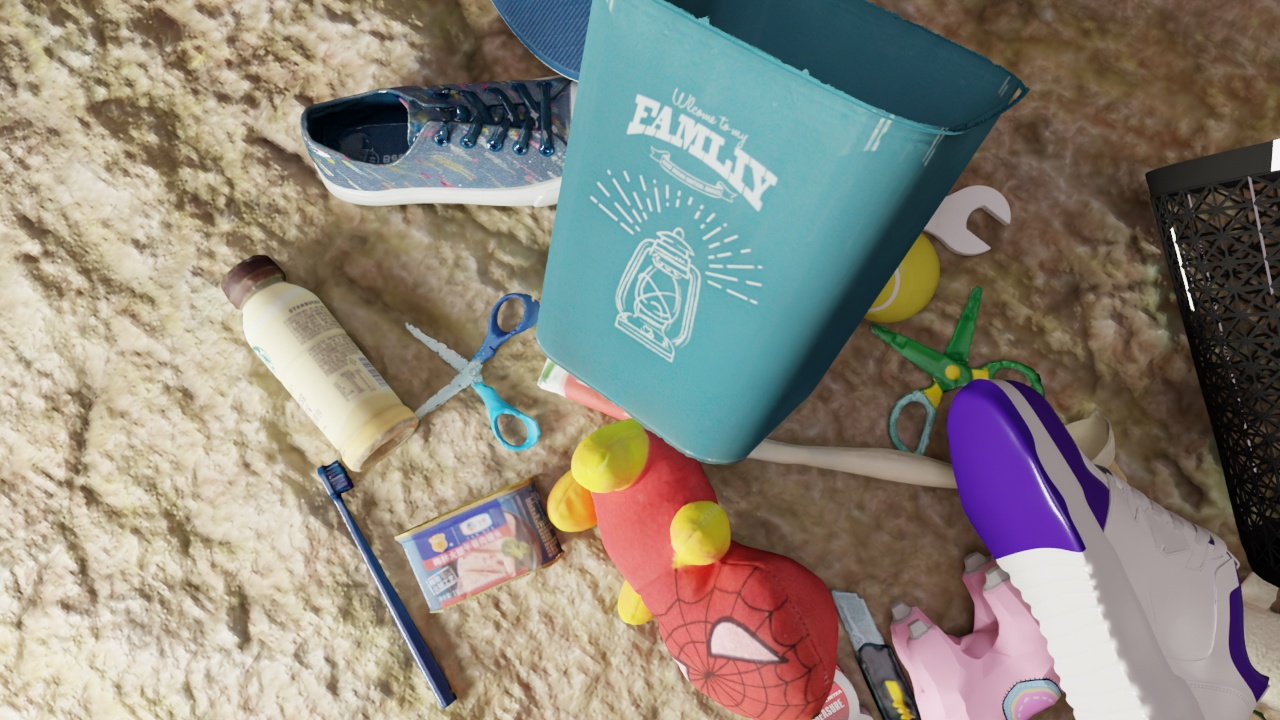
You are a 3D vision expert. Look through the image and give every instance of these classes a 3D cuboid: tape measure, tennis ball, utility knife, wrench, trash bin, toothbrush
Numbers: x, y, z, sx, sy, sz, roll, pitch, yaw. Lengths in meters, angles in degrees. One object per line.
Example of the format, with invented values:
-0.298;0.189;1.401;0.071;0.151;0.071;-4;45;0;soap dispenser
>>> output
0.116;0.231;0.612;0.060;0.020;0.062;-34;85;3;tape measure
0.160;-0.057;0.596;0.065;0.065;0.065;0;88;5;tennis ball
0.176;0.244;0.608;0.029;0.020;0.203;-25;85;2;utility knife
0.113;-0.108;0.631;0.273;0.009;0.047;7;88;6;wrench
0.058;-0.084;0.509;0.196;0.198;0.219;34;126;18;trash bin
-0.177;0.155;0.645;0.017;0.016;0.190;-29;85;-3;toothbrush
0.418;-0.005;0.508;0.217;0.217;0.243;-9;93;5;trash bin

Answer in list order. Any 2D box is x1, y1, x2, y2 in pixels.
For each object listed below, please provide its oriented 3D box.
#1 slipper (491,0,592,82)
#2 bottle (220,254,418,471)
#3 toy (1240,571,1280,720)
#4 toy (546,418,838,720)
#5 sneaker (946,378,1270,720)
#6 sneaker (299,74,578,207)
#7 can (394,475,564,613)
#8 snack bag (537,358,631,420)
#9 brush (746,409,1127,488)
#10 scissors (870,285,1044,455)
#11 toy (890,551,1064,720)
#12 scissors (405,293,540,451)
-0.061;-0.287;0.625;0.118;0.060;0.295;-45;70;18;slipper
-0.225;-0.001;0.634;0.056;0.056;0.162;-41;85;2;bottle
0.380;0.185;0.574;0.087;0.050;0.112;29;94;6;toy
0.039;0.132;0.575;0.098;0.148;0.216;-41;82;-23;toy
0.272;0.108;0.516;0.111;0.092;0.244;-25;89;-14;sneaker
-0.114;-0.150;0.616;0.235;0.079;0.087;-6;82;5;sneaker
-0.108;0.124;0.621;0.100;0.054;0.059;-23;88;4;can
-0.004;0.004;0.624;0.116;0.036;0.077;22;89;6;snack bag
0.171;0.065;0.590;0.272;0.062;0.077;2;94;5;brush
0.208;0.012;0.617;0.125;0.011;0.131;30;91;5;scissors
0.228;0.212;0.581;0.123;0.067;0.157;-32;90;1;toy
-0.112;0.005;0.647;0.127;0.014;0.133;34;95;10;scissors
